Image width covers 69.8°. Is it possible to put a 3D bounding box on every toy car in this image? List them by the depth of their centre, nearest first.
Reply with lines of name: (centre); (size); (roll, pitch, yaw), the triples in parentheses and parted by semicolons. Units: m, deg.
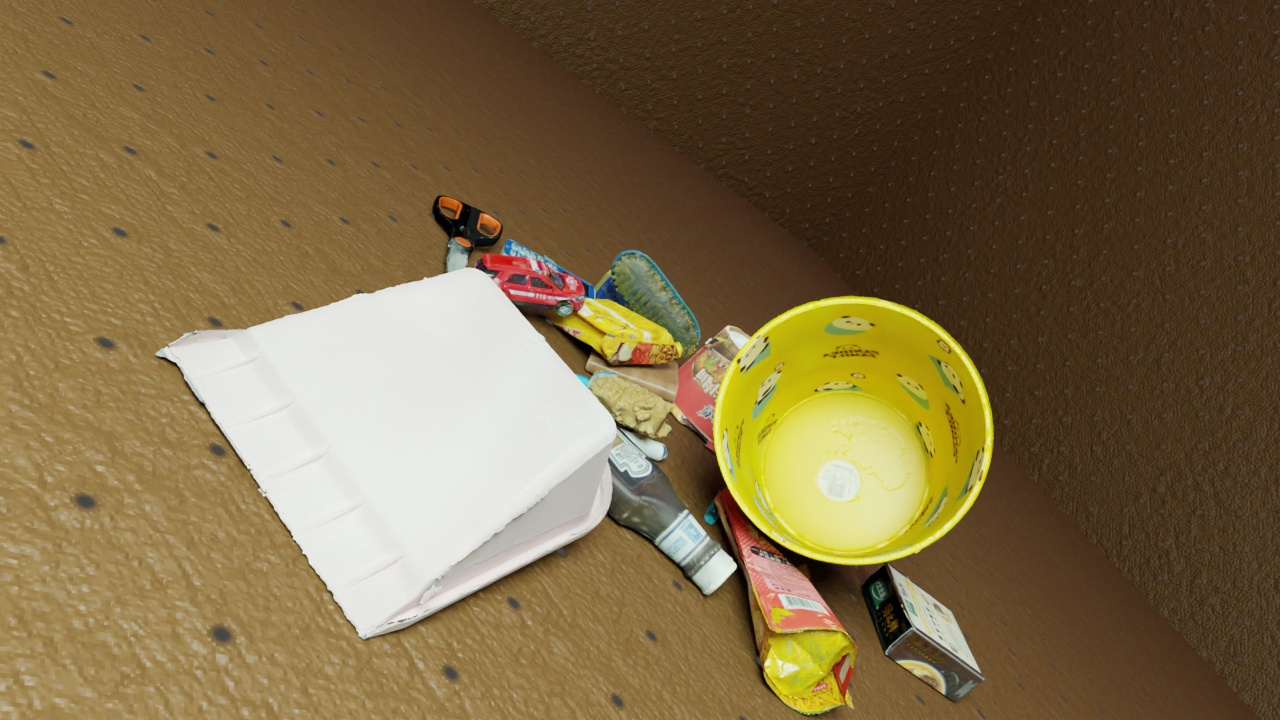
toy car: (-0.114, -0.079, 0.942); (0.120, 0.045, 0.053); (9, 31, -21)

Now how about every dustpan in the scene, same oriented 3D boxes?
dustpan: (-0.134, 0.059, 0.618); (0.272, 0.139, 0.222); (-26, 66, -33)

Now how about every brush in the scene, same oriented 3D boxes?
brush: (-0.077, -0.002, 0.869); (0.254, 0.046, 0.083); (33, 4, -1)
brush: (0.018, -0.068, 1.073); (0.144, 0.055, 0.073); (52, 9, -10)

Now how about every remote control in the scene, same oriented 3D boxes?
remote control: (-0.106, -0.097, 1.066); (0.125, 0.024, 0.049); (28, 24, -16)

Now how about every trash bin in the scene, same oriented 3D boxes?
trash bin: (0.198, 0.087, 0.886); (0.229, 0.229, 0.255); (47, -2, 19)

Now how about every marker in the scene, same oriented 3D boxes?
marker: (-0.021, 0.070, 0.864); (0.130, 0.023, 0.018); (24, 18, -40)

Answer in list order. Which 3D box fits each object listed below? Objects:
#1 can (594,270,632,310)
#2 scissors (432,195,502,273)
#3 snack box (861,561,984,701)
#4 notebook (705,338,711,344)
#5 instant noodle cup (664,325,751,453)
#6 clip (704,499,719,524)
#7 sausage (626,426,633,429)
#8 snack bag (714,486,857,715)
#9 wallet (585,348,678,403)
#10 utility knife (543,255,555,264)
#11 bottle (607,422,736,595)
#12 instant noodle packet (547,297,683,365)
can: (-0.004, -0.057, 1.152); (0.102, 0.057, 0.083); (29, 23, -32)
scissors: (-0.205, -0.128, 0.974); (0.125, 0.022, 0.234); (31, 22, 1)
snack box: (0.288, 0.275, 0.961); (0.125, 0.053, 0.113); (36, 18, -13)
notebook: (0.166, 0.074, 1.198); (0.209, 0.012, 0.150); (55, 5, 36)
instant noodle cup: (0.107, 0.033, 1.077); (0.138, 0.109, 0.137); (37, 17, -14)
clip: (0.075, 0.142, 0.893); (0.014, 0.046, 0.057); (41, 16, 3)
sausage: (-0.002, 0.040, 0.981); (0.020, 0.020, 0.155); (38, 17, -8)
snack bag: (0.123, 0.199, 0.788); (0.128, 0.073, 0.207); (44, 11, -17)
wallet: (-0.006, 0.006, 1.012); (0.101, 0.020, 0.115); (21, 16, -2)
utility knife: (-0.086, -0.080, 1.106); (0.029, 0.013, 0.171); (20, 26, -41)
bottle: (0.000, 0.113, 0.767); (0.195, 0.044, 0.079); (45, 21, 10)
instant noodle packet: (-0.033, -0.034, 0.996); (0.110, 0.044, 0.128); (6, 20, -45)
